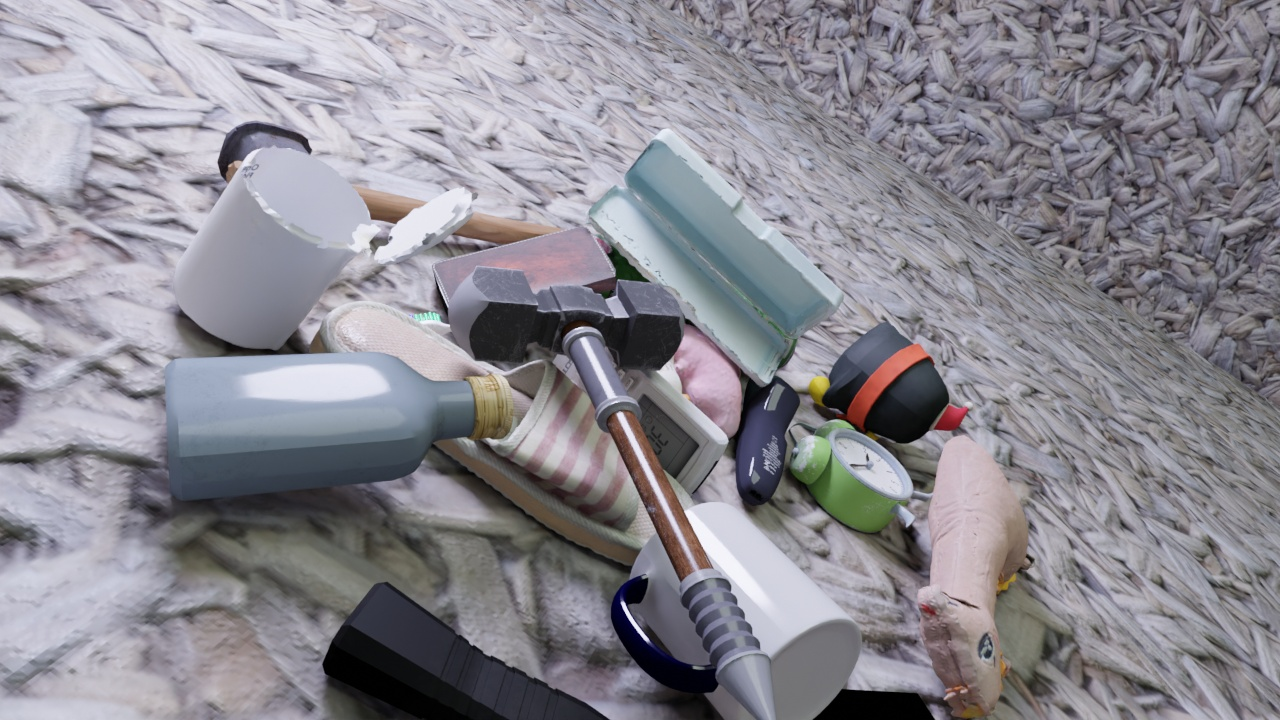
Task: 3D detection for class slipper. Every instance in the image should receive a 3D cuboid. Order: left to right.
[{"bbox_3d":[-0.075,0.036,0.557,0.263,0.052,0.114,31,25,-1],"label":"slipper"}]

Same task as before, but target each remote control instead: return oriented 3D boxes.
[{"bbox_3d":[-0.004,0.033,0.627,0.138,0.060,0.025,42,25,19],"label":"remote control"},{"bbox_3d":[0.113,0.203,0.517,0.150,0.013,0.034,15,27,-31],"label":"remote control"}]

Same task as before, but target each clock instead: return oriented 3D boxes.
[{"bbox_3d":[0.168,0.091,0.737,0.119,0.043,0.094,42,27,18],"label":"clock"}]

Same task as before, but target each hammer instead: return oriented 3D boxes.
[{"bbox_3d":[-0.163,-0.113,0.729,0.327,0.052,0.098,4,38,-49],"label":"hammer"},{"bbox_3d":[0.000,0.053,0.478,0.155,0.043,0.322,3,34,-25],"label":"hammer"},{"bbox_3d":[0.018,0.194,0.390,0.328,0.039,0.130,30,30,1],"label":"hammer"}]

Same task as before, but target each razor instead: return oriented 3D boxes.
[{"bbox_3d":[0.095,0.060,0.707,0.047,0.052,0.142,38,30,-10],"label":"razor"}]

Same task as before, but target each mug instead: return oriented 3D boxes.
[{"bbox_3d":[0.039,0.133,0.465,0.111,0.079,0.097,1,27,-37],"label":"mug"}]

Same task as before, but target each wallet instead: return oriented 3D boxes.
[{"bbox_3d":[-0.086,-0.061,0.674,0.123,0.019,0.072,-17,47,-15],"label":"wallet"}]

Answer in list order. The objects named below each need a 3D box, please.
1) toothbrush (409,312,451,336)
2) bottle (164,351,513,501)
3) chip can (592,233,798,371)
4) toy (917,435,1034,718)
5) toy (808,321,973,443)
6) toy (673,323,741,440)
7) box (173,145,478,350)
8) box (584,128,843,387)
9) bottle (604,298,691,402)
[{"bbox_3d":[-0.075,-0.029,0.637,0.186,0.015,0.016,-6,43,-19],"label":"toothbrush"},{"bbox_3d":[-0.145,0.028,0.456,0.161,0.046,0.072,-3,41,-27],"label":"bottle"},{"bbox_3d":[0.038,-0.046,0.794,0.223,0.076,0.075,15,31,-32],"label":"chip can"},{"bbox_3d":[0.257,0.168,0.678,0.196,0.065,0.263,53,32,-19],"label":"toy"},{"bbox_3d":[0.233,0.030,0.846,0.097,0.100,0.119,0,40,-51],"label":"toy"},{"bbox_3d":[0.048,0.009,0.731,0.093,0.050,0.102,43,25,-22],"label":"toy"},{"bbox_3d":[-0.175,-0.067,0.512,0.118,0.160,0.084,38,31,-12],"label":"box"},{"bbox_3d":[0.050,-0.072,0.722,0.199,0.086,0.096,43,60,-4],"label":"box"},{"bbox_3d":[-0.004,0.004,0.678,0.063,0.063,0.108,4,39,-44],"label":"bottle"}]
